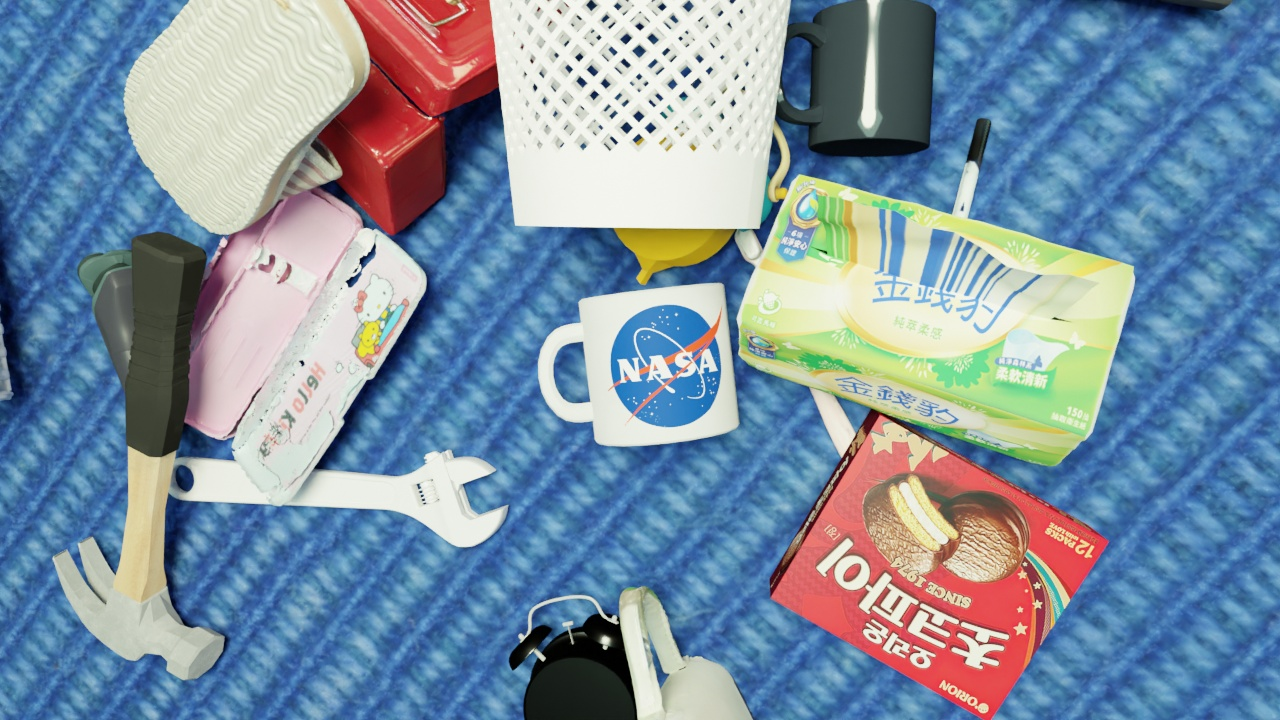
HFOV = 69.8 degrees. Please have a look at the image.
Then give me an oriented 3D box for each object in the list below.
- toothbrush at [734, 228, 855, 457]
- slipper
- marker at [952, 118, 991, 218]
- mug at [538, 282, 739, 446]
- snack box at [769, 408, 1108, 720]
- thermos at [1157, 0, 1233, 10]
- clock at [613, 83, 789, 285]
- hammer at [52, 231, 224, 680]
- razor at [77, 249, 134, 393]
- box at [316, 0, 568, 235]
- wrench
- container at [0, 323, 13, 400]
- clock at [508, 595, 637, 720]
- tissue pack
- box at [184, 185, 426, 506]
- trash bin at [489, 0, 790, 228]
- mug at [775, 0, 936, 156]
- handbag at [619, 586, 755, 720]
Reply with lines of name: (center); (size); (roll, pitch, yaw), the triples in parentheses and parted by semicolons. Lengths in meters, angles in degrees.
toothbrush: (0.105, -0.006, 0.595); (0.016, 0.018, 0.181); (-26, 89, 8)
slipper: (-0.218, -0.144, 0.519); (0.264, 0.052, 0.115); (-17, 117, 49)
marker: (0.196, -0.075, 0.574); (0.011, 0.011, 0.152); (14, 96, 10)
mug: (-0.003, 0.003, 0.574); (0.121, 0.091, 0.090); (-7, 93, -5)
snack box: (0.180, 0.125, 0.573); (0.152, 0.035, 0.133); (29, 99, 3)
thermos: (0.216, -0.263, 0.520); (0.240, 0.082, 0.082); (14, 96, 10)
clock: (0.032, -0.112, 0.582); (0.130, 0.043, 0.099); (-40, 70, 20)
hammer: (-0.340, 0.071, 0.636); (0.131, 0.039, 0.329); (23, 114, 12)
razor: (-0.372, -0.010, 0.679); (0.052, 0.047, 0.143); (-15, 94, 36)
box: (-0.166, -0.193, 0.588); (0.156, 0.156, 0.171); (47, 143, 1)
wrench: (-0.227, 0.094, 0.669); (0.273, 0.018, 0.066); (2, 95, 12)
container: (-0.560, -0.051, 0.638); (0.189, 0.189, 0.187); (-6, 94, 12)
clock: (-0.040, 0.220, 0.626); (0.091, 0.042, 0.120); (-14, 91, 12)
tissue pack: (0.156, -0.034, 0.494); (0.198, 0.141, 0.120); (13, 74, 14)
box: (-0.247, -0.017, 0.647); (0.153, 0.066, 0.201); (36, 100, 2)
trash bin: (0.000, -0.171, 0.484); (0.195, 0.195, 0.199); (2, 99, 11)
mug: (0.122, -0.166, 0.542); (0.105, 0.071, 0.077); (0, 95, -21)
handbag: (0.020, 0.224, 0.562); (0.074, 0.151, 0.176); (-25, 84, 8)
